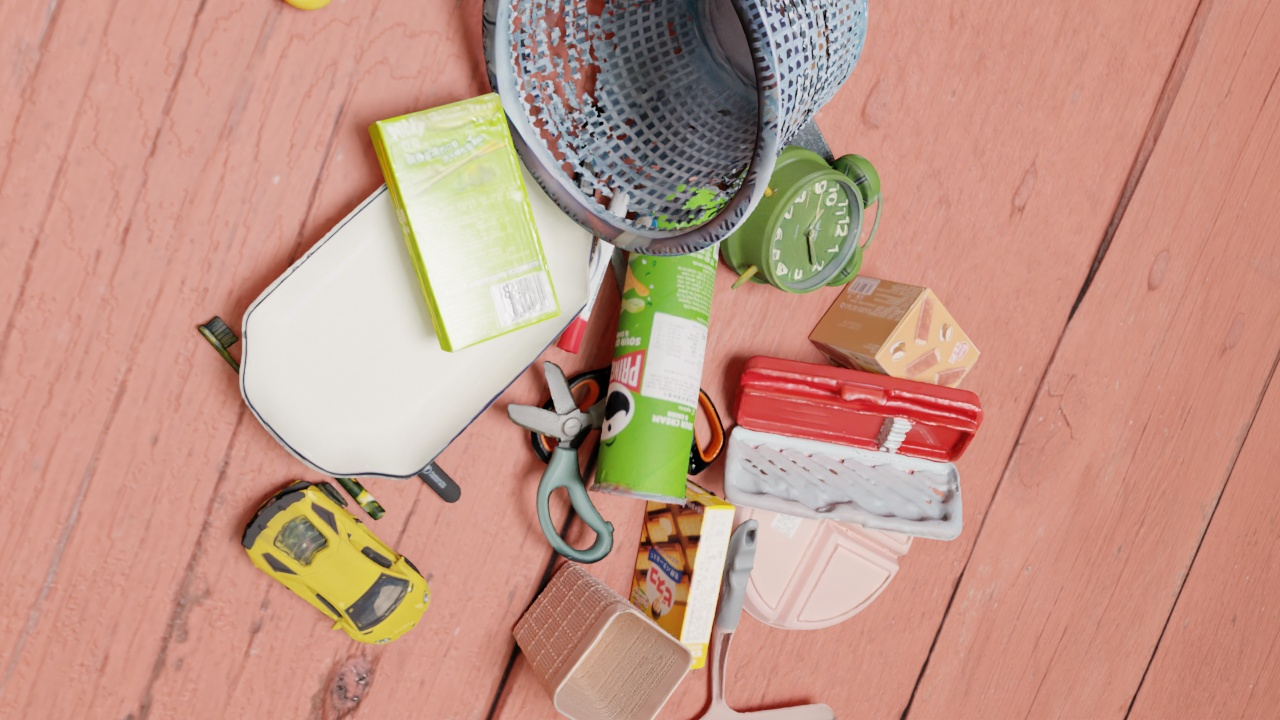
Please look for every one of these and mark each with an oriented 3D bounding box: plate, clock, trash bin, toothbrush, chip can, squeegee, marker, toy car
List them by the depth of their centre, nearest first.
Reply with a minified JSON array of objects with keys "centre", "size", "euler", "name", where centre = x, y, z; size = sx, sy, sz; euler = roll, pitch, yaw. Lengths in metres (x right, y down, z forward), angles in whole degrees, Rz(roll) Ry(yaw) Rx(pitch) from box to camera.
[{"centre":[0.043,-0.210,0.610],"size":[0.194,0.227,0.227],"euler":[-38,118,-39],"name":"trash bin"},{"centre":[-0.236,0.044,0.637],"size":[0.017,0.012,0.186],"euler":[-46,118,-23],"name":"toothbrush"},{"centre":[-0.149,-0.038,0.639],"size":[0.265,0.034,0.162],"euler":[-47,114,-15],"name":"plate"},{"centre":[-0.212,0.149,0.658],"size":[0.071,0.041,0.156],"euler":[-44,119,-11],"name":"toy car"},{"centre":[-0.174,0.063,0.671],"size":[0.018,0.015,0.124],"euler":[-45,117,-13],"name":"marker"},{"centre":[0.016,-0.013,0.686],"size":[0.072,0.072,0.236],"euler":[13,82,-29],"name":"chip can"},{"centre":[-0.043,-0.131,0.695],"size":[0.018,0.015,0.124],"euler":[6,97,-27],"name":"marker"},{"centre":[-0.032,-0.075,0.697],"size":[0.017,0.017,0.145],"euler":[22,85,-30],"name":"marker"},{"centre":[0.139,-0.112,0.752],"size":[0.161,0.056,0.116],"euler":[-11,123,-33],"name":"clock"},{"centre":[0.079,0.245,0.824],"size":[0.247,0.040,0.250],"euler":[-3,112,-19],"name":"squeegee"},{"centre":[0.177,0.151,0.866],"size":[0.229,0.028,0.230],"euler":[-6,105,-25],"name":"plate"}]

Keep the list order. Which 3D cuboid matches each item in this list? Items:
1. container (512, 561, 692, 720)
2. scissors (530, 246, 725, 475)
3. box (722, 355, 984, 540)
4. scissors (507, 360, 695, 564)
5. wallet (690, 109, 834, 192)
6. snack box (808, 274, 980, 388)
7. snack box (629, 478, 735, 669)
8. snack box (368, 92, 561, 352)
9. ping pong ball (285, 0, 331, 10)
[{"centre":[-0.035,0.225,0.726],"size":[0.090,0.111,0.090],"euler":[42,82,-28],"name":"container"},{"centre":[-0.001,0.007,0.746],"size":[0.220,0.022,0.234],"euler":[-36,114,-21],"name":"scissors"},{"centre":[0.174,0.074,0.758],"size":[0.201,0.100,0.102],"euler":[9,137,3],"name":"box"},{"centre":[-0.037,0.085,0.715],"size":[0.170,0.019,0.181],"euler":[15,92,-33],"name":"scissors"},{"centre":[0.099,-0.182,0.754],"size":[0.097,0.019,0.121],"euler":[-41,115,-12],"name":"wallet"},{"centre":[0.224,-0.013,0.813],"size":[0.094,0.093,0.077],"euler":[42,81,-28],"name":"snack box"},{"centre":[0.031,0.172,0.761],"size":[0.033,0.087,0.140],"euler":[3,101,-29],"name":"snack box"},{"centre":[-0.115,-0.091,0.615],"size":[0.085,0.026,0.156],"euler":[-23,106,-24],"name":"snack box"},{"centre":[-0.208,-0.238,0.568],"size":[0.040,0.040,0.040],"euler":[-6,105,-26],"name":"ping pong ball"}]
